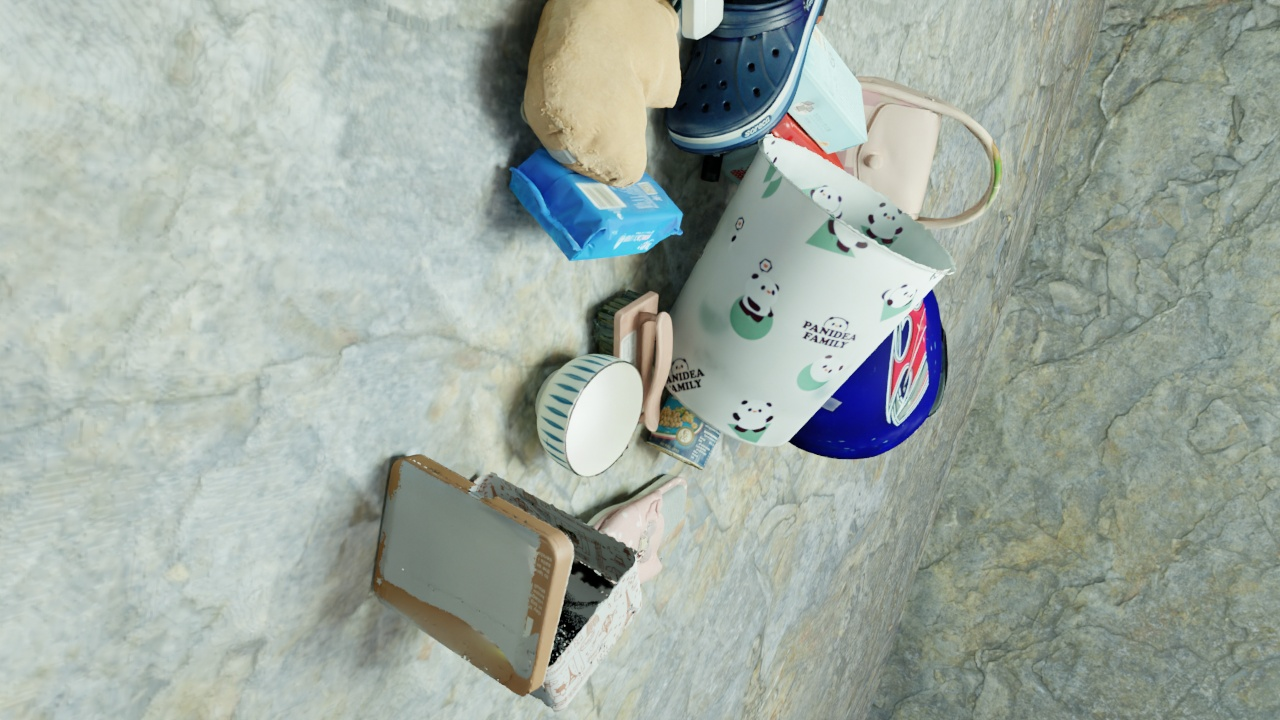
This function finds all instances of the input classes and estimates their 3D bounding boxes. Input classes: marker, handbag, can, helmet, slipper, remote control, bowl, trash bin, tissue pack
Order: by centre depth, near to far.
[{"bbox_3d":[-0.034,-0.130,0.768,0.156,0.095,0.052,-18,154,-53],"label":"tissue pack"},{"bbox_3d":[0.054,-0.340,0.779,0.048,0.024,0.125,-46,145,-39],"label":"remote control"},{"bbox_3d":[0.106,-0.313,0.868,0.252,0.105,0.095,-63,148,-9],"label":"slipper"},{"bbox_3d":[-0.057,0.046,0.870,0.116,0.066,0.117,-34,135,-43],"label":"bowl"},{"bbox_3d":[0.151,-0.061,0.946,0.229,0.229,0.252,-13,141,-56],"label":"trash bin"},{"bbox_3d":[0.084,-0.253,0.959,0.022,0.020,0.132,-51,152,-69],"label":"marker"},{"bbox_3d":[-0.002,0.204,1.049,0.273,0.054,0.114,-22,124,-61],"label":"slipper"},{"bbox_3d":[0.062,0.065,1.073,0.111,0.075,0.075,-64,150,-7],"label":"can"},{"bbox_3d":[0.263,-0.035,1.153,0.240,0.247,0.315,55,44,-75],"label":"helmet"},{"bbox_3d":[0.342,-0.251,1.169,0.093,0.234,0.194,-34,136,-48],"label":"handbag"}]

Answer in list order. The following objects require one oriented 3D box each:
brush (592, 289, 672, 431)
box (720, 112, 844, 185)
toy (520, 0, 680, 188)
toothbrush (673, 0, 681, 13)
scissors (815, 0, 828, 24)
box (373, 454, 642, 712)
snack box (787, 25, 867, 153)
[{"bbox_3d":[-0.005,0.005,0.925,0.063,0.073,0.146,-36,139,-45],"label":"brush"},{"bbox_3d":[0.156,-0.235,1.062,0.102,0.095,0.201,-33,159,23],"label":"box"},{"bbox_3d":[-0.019,-0.248,0.727,0.143,0.083,0.225,51,50,-43],"label":"toy"},{"bbox_3d":[0.054,-0.354,0.847,0.191,0.016,0.018,-60,160,-14],"label":"toothbrush"},{"bbox_3d":[0.193,-0.406,0.939,0.189,0.015,0.225,92,-1,-60],"label":"scissors"},{"bbox_3d":[-0.115,0.160,0.738,0.154,0.183,0.185,-47,147,-35],"label":"box"},{"bbox_3d":[0.185,-0.294,0.977,0.174,0.052,0.074,24,60,-52],"label":"snack box"}]
